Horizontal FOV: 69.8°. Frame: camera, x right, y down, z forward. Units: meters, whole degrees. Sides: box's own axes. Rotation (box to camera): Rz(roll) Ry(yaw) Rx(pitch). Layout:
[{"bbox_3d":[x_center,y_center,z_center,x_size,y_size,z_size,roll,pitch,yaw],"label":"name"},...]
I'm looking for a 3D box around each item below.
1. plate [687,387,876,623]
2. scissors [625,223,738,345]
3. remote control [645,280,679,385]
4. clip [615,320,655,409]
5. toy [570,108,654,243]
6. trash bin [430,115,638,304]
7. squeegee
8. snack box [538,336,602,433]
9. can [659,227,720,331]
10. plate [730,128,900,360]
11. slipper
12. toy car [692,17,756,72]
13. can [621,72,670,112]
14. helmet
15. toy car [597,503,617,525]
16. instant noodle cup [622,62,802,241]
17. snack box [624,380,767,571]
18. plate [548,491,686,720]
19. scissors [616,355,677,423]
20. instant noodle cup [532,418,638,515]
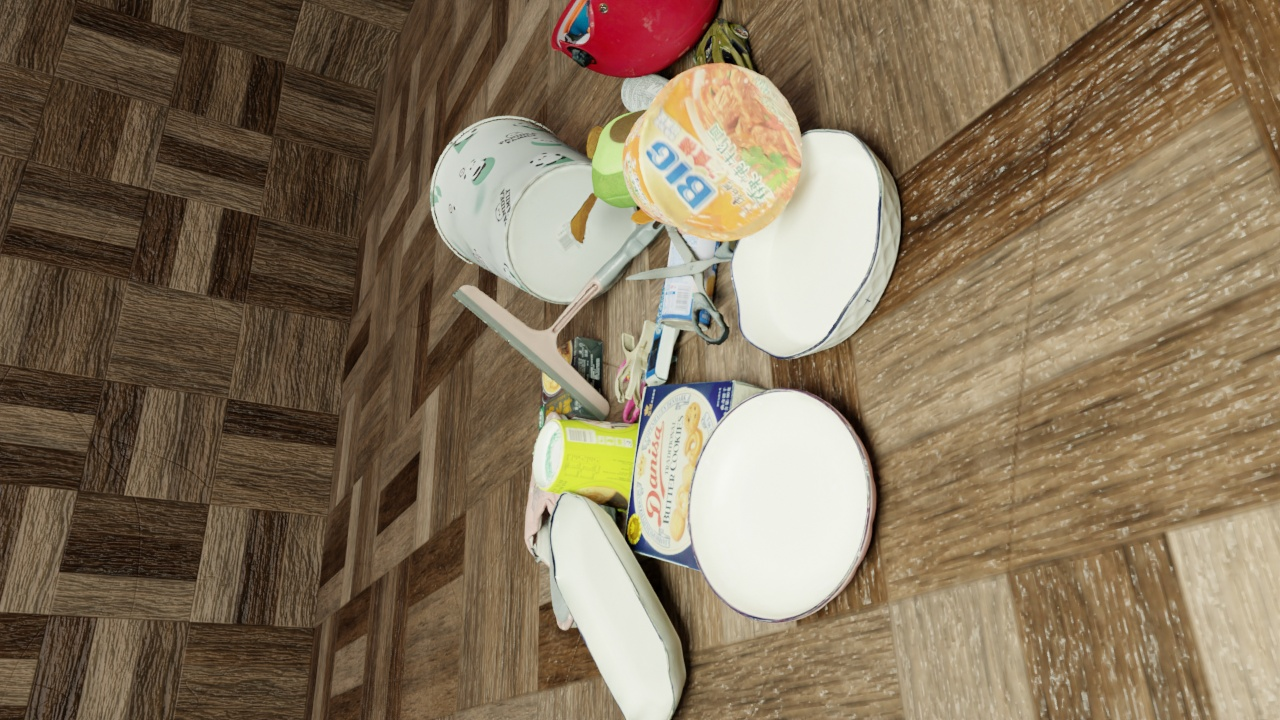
[{"bbox_3d":[0.120,0.120,0.765,0.193,0.039,0.192,-19,65,45],"label":"plate"},{"bbox_3d":[0.056,-0.090,0.950,0.179,0.014,0.159,-8,73,35],"label":"scissors"},{"bbox_3d":[0.030,-0.035,1.034,0.049,0.024,0.124,145,138,-75],"label":"remote control"},{"bbox_3d":[-0.003,0.005,1.068,0.070,0.034,0.099,-29,48,48],"label":"clip"},{"bbox_3d":[0.019,-0.223,0.983,0.247,0.090,0.226,-13,52,35],"label":"toy"},{"bbox_3d":[-0.138,-0.200,1.243,0.252,0.229,0.230,36,112,55],"label":"trash bin"},{"bbox_3d":[-0.054,-0.092,1.138,0.250,0.247,0.040,-46,15,5],"label":"squeegee"},{"bbox_3d":[-0.097,0.042,1.247,0.126,0.053,0.113,-29,54,50],"label":"snack box"},{"bbox_3d":[0.056,-0.102,0.992,0.053,0.053,0.134,-5,76,63],"label":"can"},{"bbox_3d":[0.153,-0.099,0.810,0.205,0.045,0.204,-33,52,56],"label":"plate"},{"bbox_3d":[-0.108,0.191,1.124,0.114,0.054,0.274,127,140,-54],"label":"slipper"},{"bbox_3d":[0.096,-0.313,1.015,0.070,0.042,0.158,-53,39,41],"label":"toy car"},{"bbox_3d":[0.025,-0.318,1.133,0.058,0.058,0.146,-69,28,19],"label":"can"},{"bbox_3d":[0.003,-0.428,1.117,0.240,0.144,0.206,-9,49,62],"label":"helmet"},{"bbox_3d":[-0.056,0.205,1.113,0.091,0.034,0.042,-53,39,43],"label":"toy car"},{"bbox_3d":[0.056,-0.184,0.836,0.111,0.151,0.151,-158,81,-72],"label":"instant noodle cup"},{"bbox_3d":[0.051,0.115,0.925,0.183,0.045,0.177,-7,73,62],"label":"snack box"},{"bbox_3d":[-0.024,0.255,0.954,0.265,0.034,0.162,55,143,36],"label":"plate"},{"bbox_3d":[0.005,0.022,1.087,0.134,0.017,0.118,-23,56,55],"label":"scissors"},{"bbox_3d":[-0.052,0.115,1.039,0.112,0.123,0.111,-35,50,54],"label":"instant noodle cup"}]
